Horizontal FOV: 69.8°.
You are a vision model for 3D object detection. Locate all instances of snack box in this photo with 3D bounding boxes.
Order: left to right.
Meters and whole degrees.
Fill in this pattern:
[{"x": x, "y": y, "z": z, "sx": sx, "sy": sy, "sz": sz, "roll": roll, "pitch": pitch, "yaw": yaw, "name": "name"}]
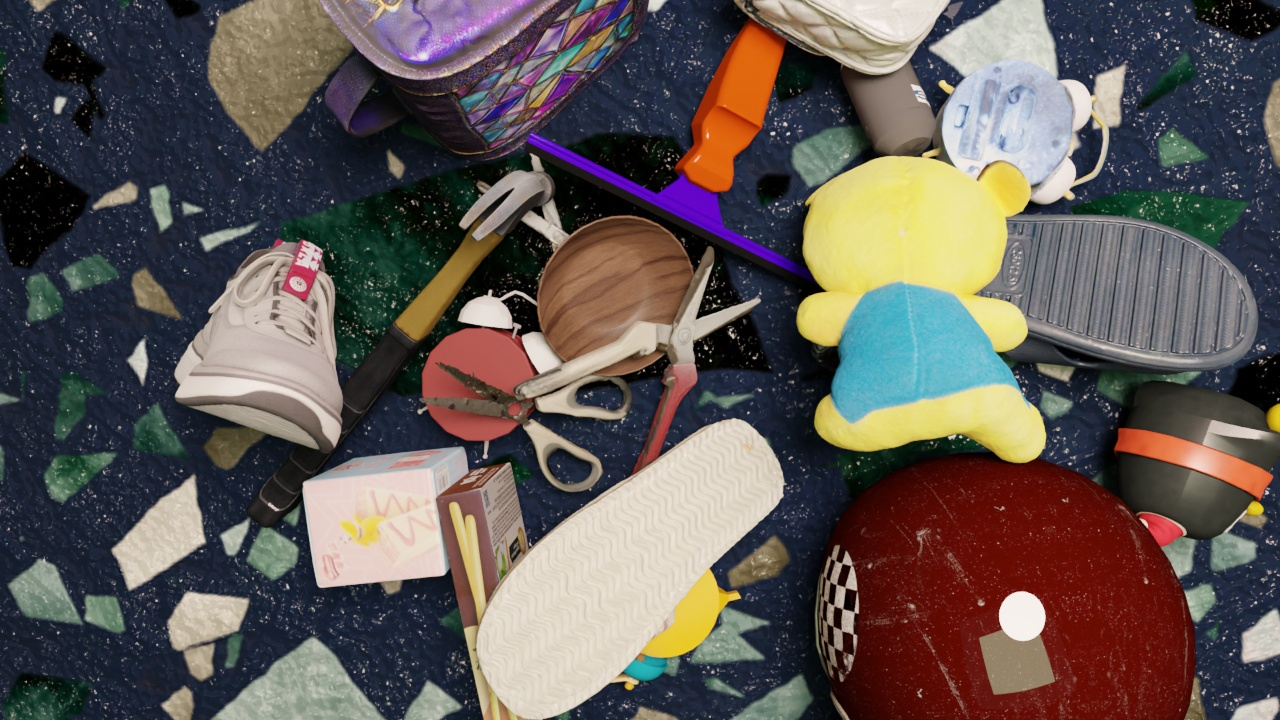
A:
[{"x": -0.181, "y": 0.113, "z": 0.677, "sx": 0.095, "sy": 0.093, "sz": 0.079, "roll": -6, "pitch": 94, "yaw": 4, "name": "snack box"}, {"x": -0.101, "y": 0.177, "z": 0.672, "sx": 0.032, "sy": 0.101, "sz": 0.186, "roll": -11, "pitch": 93, "yaw": 4, "name": "snack box"}]

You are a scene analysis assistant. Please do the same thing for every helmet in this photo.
[{"x": 0.218, "y": 0.179, "z": 0.608, "sx": 0.233, "sy": 0.254, "sz": 0.233, "roll": -6, "pitch": 86, "yaw": -5, "name": "helmet"}]

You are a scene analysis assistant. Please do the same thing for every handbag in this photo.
[{"x": -0.110, "y": -0.225, "z": 0.596, "sx": 0.222, "sy": 0.205, "sz": 0.125, "roll": -39, "pitch": 91, "yaw": -1, "name": "handbag"}, {"x": 0.160, "y": -0.293, "z": 0.616, "sx": 0.139, "sy": 0.072, "sz": 0.194, "roll": 32, "pitch": 81, "yaw": 8, "name": "handbag"}]

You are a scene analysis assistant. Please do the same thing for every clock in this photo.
[{"x": -0.112, "y": 0.008, "z": 0.689, "sx": 0.087, "sy": 0.044, "sz": 0.124, "roll": 34, "pitch": 96, "yaw": 1, "name": "clock"}, {"x": 0.005, "y": 0.187, "z": 0.697, "sx": 0.129, "sy": 0.044, "sz": 0.099, "roll": -31, "pitch": 92, "yaw": -2, "name": "clock"}, {"x": 0.268, "y": -0.159, "z": 0.647, "sx": 0.125, "sy": 0.052, "sz": 0.089, "roll": 13, "pitch": 94, "yaw": 3, "name": "clock"}]

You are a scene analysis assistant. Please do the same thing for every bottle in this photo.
[{"x": 0.171, "y": -0.195, "z": 0.648, "sx": 0.047, "sy": 0.047, "sz": 0.112, "roll": -18, "pitch": 70, "yaw": 5, "name": "bottle"}]

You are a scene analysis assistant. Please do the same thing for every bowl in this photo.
[{"x": -0.021, "y": -0.050, "z": 0.671, "sx": 0.119, "sy": 0.032, "sz": 0.119, "roll": -7, "pitch": 113, "yaw": -18, "name": "bowl"}]

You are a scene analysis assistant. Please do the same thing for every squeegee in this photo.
[{"x": 0.066, "y": -0.180, "z": 0.658, "sx": 0.249, "sy": 0.055, "sz": 0.185, "roll": 23, "pitch": 94, "yaw": -17, "name": "squeegee"}]

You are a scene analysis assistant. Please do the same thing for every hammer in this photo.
[{"x": -0.180, "y": -0.003, "z": 0.661, "sx": 0.025, "sy": 0.117, "sz": 0.333, "roll": 41, "pitch": 104, "yaw": -3, "name": "hammer"}]

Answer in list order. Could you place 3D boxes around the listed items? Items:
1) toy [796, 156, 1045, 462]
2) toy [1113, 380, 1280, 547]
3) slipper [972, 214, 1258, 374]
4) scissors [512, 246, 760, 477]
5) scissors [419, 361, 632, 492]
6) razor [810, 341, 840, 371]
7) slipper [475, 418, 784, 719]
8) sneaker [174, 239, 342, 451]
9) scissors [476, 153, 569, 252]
[{"x": 0.175, "y": -0.045, "z": 0.586, "sx": 0.149, "sy": 0.084, "sz": 0.213, "roll": 0, "pitch": 68, "yaw": 10, "name": "toy"}, {"x": 0.379, "y": 0.076, "z": 0.635, "sx": 0.100, "sy": 0.097, "sz": 0.119, "roll": 21, "pitch": 87, "yaw": 15, "name": "toy"}, {"x": 0.276, "y": -0.048, "z": 0.646, "sx": 0.264, "sy": 0.082, "sz": 0.101, "roll": 14, "pitch": 76, "yaw": 21, "name": "slipper"}, {"x": -0.003, "y": 0.008, "z": 0.670, "sx": 0.179, "sy": 0.015, "sz": 0.200, "roll": 6, "pitch": 106, "yaw": -25, "name": "scissors"}, {"x": -0.077, "y": 0.047, "z": 0.666, "sx": 0.163, "sy": 0.012, "sz": 0.154, "roll": -20, "pitch": 116, "yaw": -25, "name": "scissors"}, {"x": 0.194, "y": -0.001, "z": 0.658, "sx": 0.140, "sy": 0.063, "sz": 0.053, "roll": 19, "pitch": 96, "yaw": 3, "name": "razor"}, {"x": -0.004, "y": 0.142, "z": 0.652, "sx": 0.262, "sy": 0.052, "sz": 0.115, "roll": -38, "pitch": 94, "yaw": -23, "name": "slipper"}, {"x": -0.240, "y": -0.019, "z": 0.610, "sx": 0.096, "sy": 0.263, "sz": 0.128, "roll": 23, "pitch": 86, "yaw": -30, "name": "sneaker"}, {"x": -0.064, "y": -0.077, "z": 0.695, "sx": 0.141, "sy": 0.014, "sz": 0.165, "roll": 13, "pitch": 96, "yaw": 0, "name": "scissors"}]
